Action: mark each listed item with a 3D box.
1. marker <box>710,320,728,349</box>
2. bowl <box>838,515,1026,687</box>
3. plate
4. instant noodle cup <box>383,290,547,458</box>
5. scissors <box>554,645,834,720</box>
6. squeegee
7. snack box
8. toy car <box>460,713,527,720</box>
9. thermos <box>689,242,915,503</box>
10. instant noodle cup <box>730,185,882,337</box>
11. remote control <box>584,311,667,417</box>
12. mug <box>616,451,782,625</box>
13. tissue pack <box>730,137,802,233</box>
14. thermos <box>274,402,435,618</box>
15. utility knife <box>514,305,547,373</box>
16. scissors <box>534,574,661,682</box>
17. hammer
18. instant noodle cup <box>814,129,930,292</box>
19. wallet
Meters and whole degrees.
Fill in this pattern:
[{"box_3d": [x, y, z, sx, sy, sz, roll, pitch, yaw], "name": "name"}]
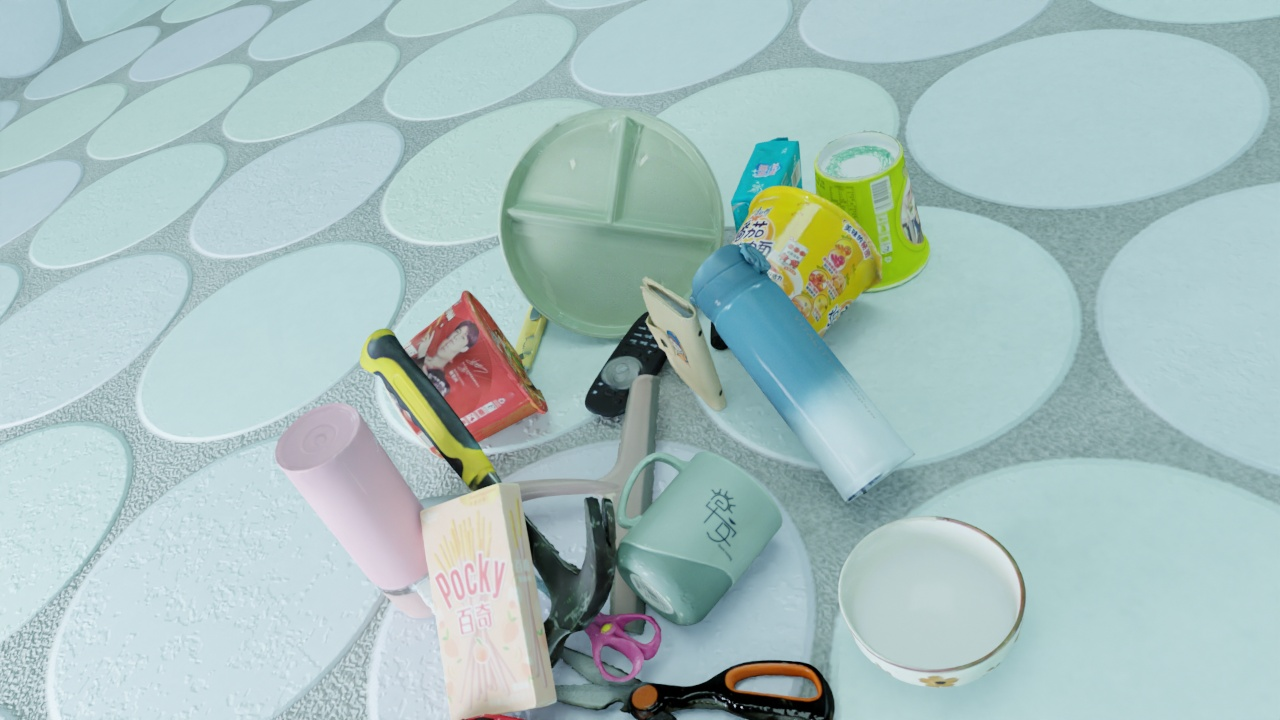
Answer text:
[{"box_3d": [0.079, -0.061, 0.922, 0.022, 0.020, 0.131, -23, 37, 24], "name": "marker"}, {"box_3d": [0.191, 0.165, 0.599, 0.113, 0.062, 0.113, -13, 40, 11], "name": "bowl"}, {"box_3d": [-0.030, -0.137, 0.926, 0.230, 0.230, 0.027, -12, 5, 10], "name": "plate"}, {"box_3d": [-0.169, 0.018, 0.859, 0.108, 0.138, 0.138, -33, 42, -1], "name": "instant noodle cup"}, {"box_3d": [0.027, 0.233, 0.633, 0.189, 0.022, 0.229, -31, 35, -18], "name": "scissors"}, {"box_3d": [-0.111, 0.120, 0.785, 0.250, 0.040, 0.247, -11, 49, 17], "name": "squeegee"}, {"box_3d": [-0.112, 0.175, 0.665, 0.085, 0.026, 0.157, -23, 72, 30], "name": "snack box"}, {"box_3d": [-0.098, 0.267, 0.620, 0.121, 0.053, 0.045, -1, 43, 18], "name": "toy car"}, {"box_3d": [0.121, 0.005, 0.719, 0.070, 0.070, 0.220, -32, 74, -12], "name": "thermos"}, {"box_3d": [0.130, -0.071, 0.832, 0.138, 0.138, 0.109, 21, 64, 38], "name": "instant noodle cup"}, {"box_3d": [-0.005, 0.005, 0.881, 0.053, 0.024, 0.136, 17, 57, 27], "name": "remote control"}, {"box_3d": [0.030, 0.124, 0.680, 0.112, 0.082, 0.106, 43, 69, 4], "name": "mug"}, {"box_3d": [0.132, -0.159, 0.950, 0.050, 0.093, 0.133, 6, 47, 22], "name": "tissue pack"}, {"box_3d": [-0.195, 0.127, 0.697, 0.067, 0.199, 0.087, -33, 40, -16], "name": "thermos"}, {"box_3d": [-0.112, -0.035, 0.983, 0.031, 0.018, 0.165, -10, 46, 21], "name": "utility knife"}, {"box_3d": [-0.042, 0.190, 0.685, 0.133, 0.017, 0.056, 24, 60, 40], "name": "scissors"}, {"box_3d": [-0.132, 0.080, 0.728, 0.323, 0.031, 0.126, 45, 107, 30], "name": "hammer"}, {"box_3d": [0.215, -0.148, 0.879, 0.112, 0.123, 0.111, -12, 41, 11], "name": "instant noodle cup"}, {"box_3d": [0.035, -0.016, 0.818, 0.024, 0.115, 0.087, -34, 43, -11], "name": "wallet"}]
